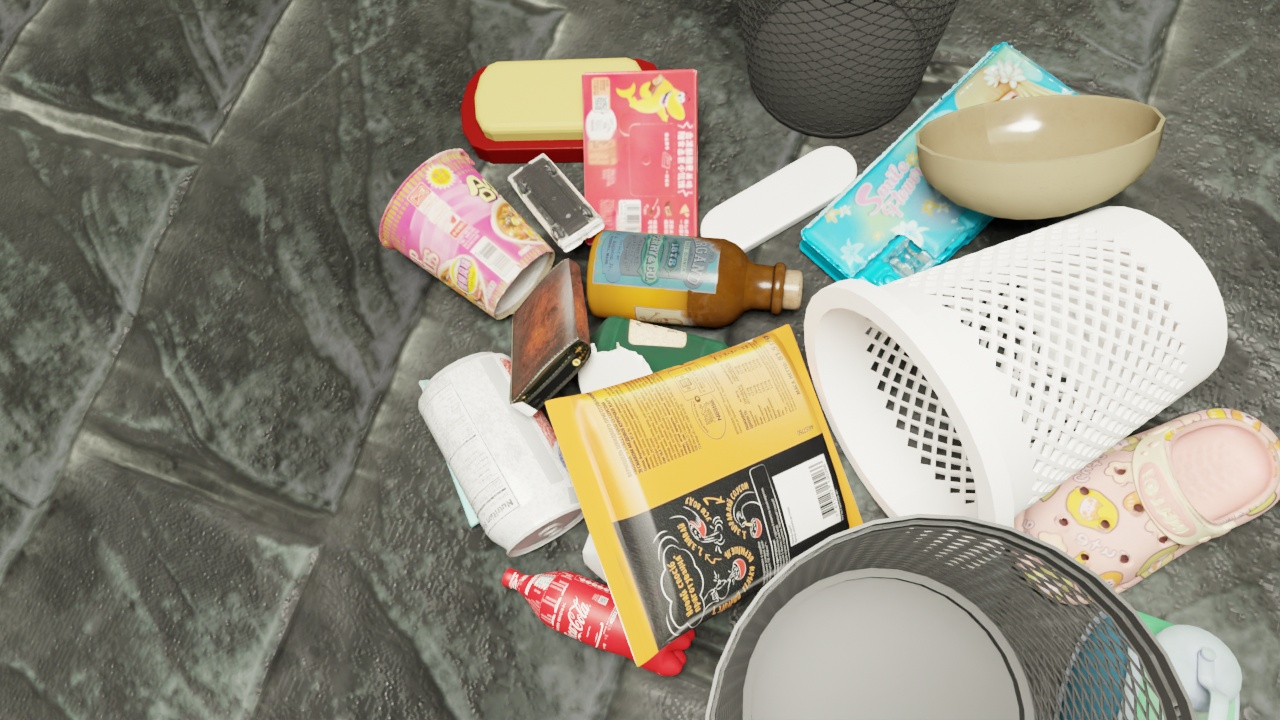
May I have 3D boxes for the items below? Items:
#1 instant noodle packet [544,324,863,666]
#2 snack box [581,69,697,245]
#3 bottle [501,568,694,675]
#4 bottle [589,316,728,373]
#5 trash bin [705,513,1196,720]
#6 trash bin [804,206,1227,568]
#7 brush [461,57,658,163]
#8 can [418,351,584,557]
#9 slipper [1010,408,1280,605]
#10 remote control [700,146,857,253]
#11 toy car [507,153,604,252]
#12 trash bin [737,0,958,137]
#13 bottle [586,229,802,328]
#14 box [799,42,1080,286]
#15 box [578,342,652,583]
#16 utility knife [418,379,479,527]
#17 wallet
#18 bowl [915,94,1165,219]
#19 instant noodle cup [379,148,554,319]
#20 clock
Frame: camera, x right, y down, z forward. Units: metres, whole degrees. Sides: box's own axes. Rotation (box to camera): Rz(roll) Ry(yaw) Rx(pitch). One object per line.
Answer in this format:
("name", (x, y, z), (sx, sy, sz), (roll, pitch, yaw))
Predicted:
("instant noodle packet", (0.053, 0.074, 0.595), (0.220, 0.032, 0.160), (-17, 86, -38))
("snack box", (0.000, -0.157, 0.717), (0.089, 0.021, 0.133), (1, 102, 7))
("bottle", (-0.032, 0.179, 0.648), (0.141, 0.042, 0.042), (20, 78, 12))
("bottle", (-0.004, 0.004, 0.682), (0.131, 0.061, 0.061), (14, 79, 11))
("trash bin", (0.151, 0.209, 0.519), (0.218, 0.227, 0.217), (-2, 74, 7))
("trash bin", (0.245, 0.001, 0.597), (0.199, 0.196, 0.195), (-26, 73, -10))
("brush", (-0.064, -0.211, 0.759), (0.173, 0.042, 0.082), (1, 75, 8))
("can", (-0.099, 0.067, 0.668), (0.078, 0.078, 0.136), (-32, 73, -2))
("slipper", (0.340, 0.088, 0.605), (0.197, 0.081, 0.093), (-26, 72, -2))
("remote control", (0.110, -0.126, 0.728), (0.136, 0.013, 0.043), (-30, 73, -1))
("toy car", (-0.065, -0.121, 0.720), (0.039, 0.039, 0.113), (-35, 49, -3))
("trash bin", (0.149, -0.277, 0.661), (0.184, 0.210, 0.184), (-2, 74, 7))
("bottle", (0.042, -0.059, 0.690), (0.157, 0.068, 0.067), (6, 75, 9))
("box", (0.232, -0.140, 0.701), (0.226, 0.041, 0.094), (-43, 74, -5))
("box", (-0.005, 0.077, 0.624), (0.084, 0.141, 0.139), (-15, 45, 46))
("utility knife", (-0.144, 0.068, 0.709), (0.022, 0.015, 0.126), (-29, 70, 4))
("wallet", (-0.067, -0.021, 0.665), (0.072, 0.019, 0.123), (-43, 28, 20))
("bowl", (0.265, -0.134, 0.620), (0.152, 0.152, 0.050), (-9, 118, 5))
("instant noodle cup", (-0.129, -0.092, 0.714), (0.108, 0.098, 0.097), (41, 83, 8))
("clock", (0.300, 0.211, 0.533), (0.075, 0.162, 0.121), (18, 77, 13))
